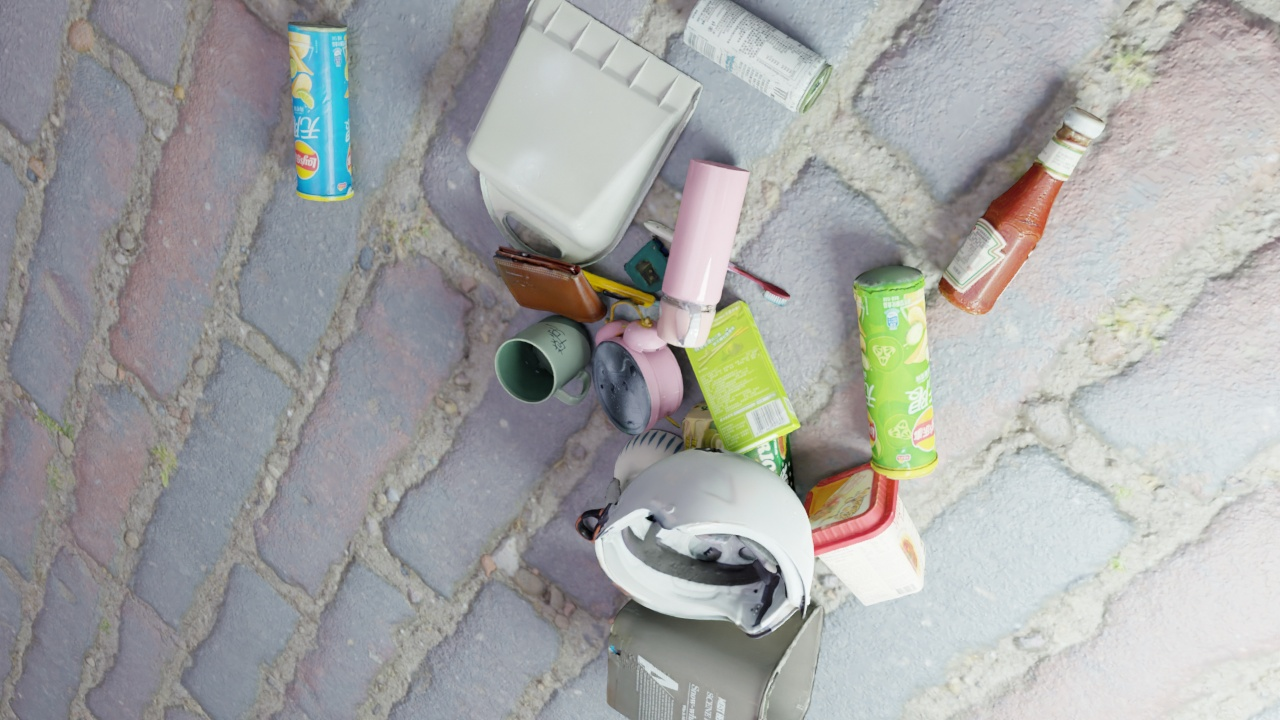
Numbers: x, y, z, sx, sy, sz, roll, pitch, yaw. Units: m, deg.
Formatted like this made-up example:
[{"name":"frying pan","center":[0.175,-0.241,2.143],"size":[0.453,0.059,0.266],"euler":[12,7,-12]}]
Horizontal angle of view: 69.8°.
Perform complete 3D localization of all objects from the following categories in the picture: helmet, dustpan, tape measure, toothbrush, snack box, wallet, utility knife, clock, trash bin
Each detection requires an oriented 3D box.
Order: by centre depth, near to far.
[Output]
[{"name":"helmet","center":[0.075,0.182,0.998],"size":[0.229,0.145,0.259],"euler":[32,147,-9]},{"name":"snack box","center":[0.109,0.020,1.026],"size":[0.086,0.026,0.156],"euler":[-29,71,21]},{"name":"toothbrush","center":[0.084,-0.111,1.035],"size":[0.187,0.016,0.017],"euler":[30,130,12]},{"name":"dustpan","center":[-0.082,-0.241,1.064],"size":[0.223,0.142,0.258],"euler":[35,92,9]},{"name":"tape measure","center":[0.013,-0.107,1.064],"size":[0.054,0.025,0.058],"euler":[49,123,1]},{"name":"clock","center":[-0.006,0.006,1.080],"size":[0.117,0.059,0.158],"euler":[1,108,57]},{"name":"utility knife","center":[-0.024,-0.081,1.084],"size":[0.218,0.033,0.015],"euler":[19,74,11]},{"name":"wallet","center":[-0.108,-0.089,1.091],"size":[0.125,0.032,0.101],"euler":[15,156,25]},{"name":"snack box","center":[0.125,0.169,1.102],"size":[0.115,0.063,0.240],"euler":[-1,110,26]},{"name":"trash bin","center":[0.089,0.384,1.141],"size":[0.220,0.198,0.199],"euler":[15,117,26]}]

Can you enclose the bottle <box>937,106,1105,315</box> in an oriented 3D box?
[{"name":"bottle","center":[0.359,-0.139,0.865],"size":[0.060,0.059,0.207],"euler":[32,120,10]}]

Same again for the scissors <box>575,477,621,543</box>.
[{"name":"scissors","center":[-0.027,0.207,1.165],"size":[0.198,0.015,0.213],"euler":[-1,134,45]}]

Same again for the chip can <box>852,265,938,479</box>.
[{"name":"chip can","center":[0.268,0.011,0.963],"size":[0.073,0.072,0.221],"euler":[-1,109,26]}]

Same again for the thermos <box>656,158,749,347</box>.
[{"name":"thermos","center":[0.065,-0.111,0.984],"size":[0.067,0.087,0.199],"euler":[11,105,-9]}]

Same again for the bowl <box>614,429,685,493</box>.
[{"name":"bowl","center":[0.016,0.152,1.146],"size":[0.116,0.066,0.117],"euler":[10,115,22]}]

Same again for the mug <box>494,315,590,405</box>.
[{"name":"mug","center":[-0.105,0.004,1.119],"size":[0.112,0.106,0.082],"euler":[43,121,4]}]

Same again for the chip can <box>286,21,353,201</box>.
[{"name":"chip can","center":[-0.400,-0.311,1.151],"size":[0.071,0.071,0.210],"euler":[16,116,19]}]

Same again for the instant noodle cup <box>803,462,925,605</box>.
[{"name":"instant noodle cup","center":[0.255,0.199,1.030],"size":[0.117,0.116,0.124],"euler":[-26,108,31]}]

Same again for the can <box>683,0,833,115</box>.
[{"name":"can","center":[0.116,-0.306,0.913],"size":[0.147,0.058,0.058],"euler":[35,121,9]}]
